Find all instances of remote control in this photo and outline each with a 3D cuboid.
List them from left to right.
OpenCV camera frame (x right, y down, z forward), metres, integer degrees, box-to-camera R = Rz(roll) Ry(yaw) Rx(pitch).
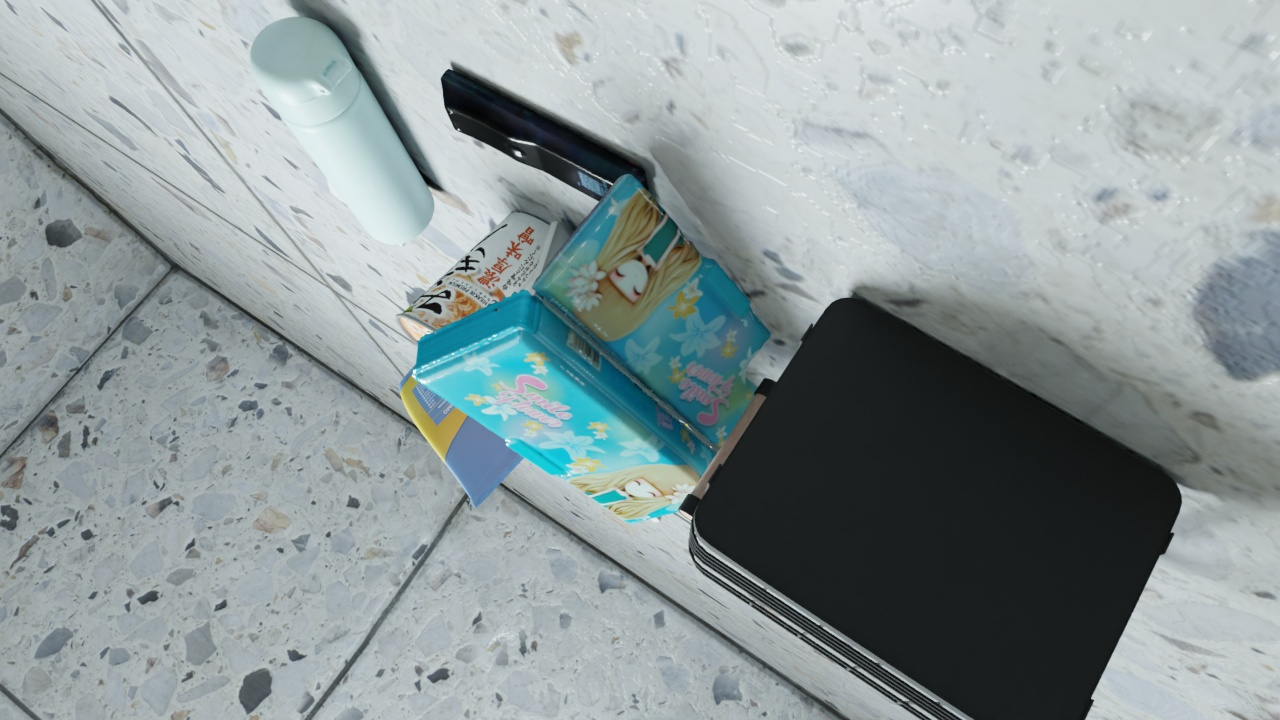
[{"bbox_3d":[-0.062,-0.130,0.565,0.150,0.022,0.047,30,163,17],"label":"remote control"}]

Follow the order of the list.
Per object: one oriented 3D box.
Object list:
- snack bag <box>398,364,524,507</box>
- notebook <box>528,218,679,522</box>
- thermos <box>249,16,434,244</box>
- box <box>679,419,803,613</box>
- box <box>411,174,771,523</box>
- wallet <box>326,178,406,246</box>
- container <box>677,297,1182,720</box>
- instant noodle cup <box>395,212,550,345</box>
[{"bbox_3d":[-0.117,0.028,0.814,0.102,0.159,0.205,44,178,-30],"label":"snack bag"},{"bbox_3d":[-0.024,0.012,0.704,0.009,0.142,0.210,-10,140,30],"label":"notebook"},{"bbox_3d":[-0.222,-0.169,0.702,0.078,0.065,0.207,27,163,19],"label":"thermos"},{"bbox_3d":[0.094,0.135,0.855,0.209,0.034,0.127,55,176,33],"label":"box"},{"bbox_3d":[-0.005,0.017,0.586,0.227,0.182,0.071,42,-162,-40],"label":"box"},{"bbox_3d":[-0.262,-0.162,0.861,0.115,0.037,0.118,38,167,-10],"label":"wallet"},{"bbox_3d":[0.152,0.097,0.526,0.241,0.162,0.130,32,164,12],"label":"container"},{"bbox_3d":[-0.105,-0.043,0.723,0.123,0.121,0.124,32,164,10],"label":"instant noodle cup"}]
